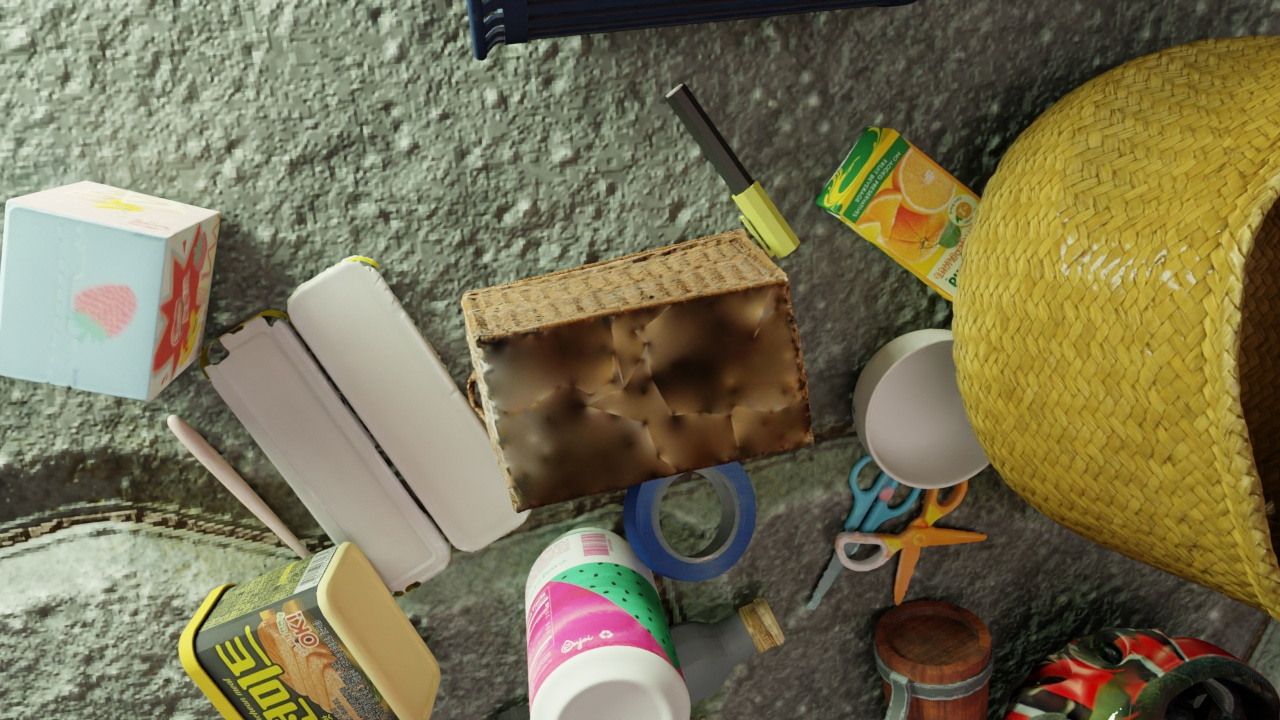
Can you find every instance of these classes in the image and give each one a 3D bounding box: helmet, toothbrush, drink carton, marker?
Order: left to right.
[{"bbox_3d":[-0.243,0.105,0.597,0.018,0.015,0.181,-32,109,8],"label":"toothbrush"},{"bbox_3d":[0.056,-0.116,0.570,0.021,0.017,0.124,-38,107,4],"label":"marker"},{"bbox_3d":[0.180,-0.088,0.584,0.122,0.041,0.058,32,100,-16],"label":"drink carton"},{"bbox_3d":[0.352,0.301,0.656,0.217,0.167,0.272,-42,121,-15],"label":"helmet"}]

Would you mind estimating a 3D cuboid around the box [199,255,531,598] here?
[{"bbox_3d":[-0.169,0.048,0.587,0.127,0.023,0.209,-29,108,4],"label":"box"}]

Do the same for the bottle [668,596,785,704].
[{"bbox_3d":[0.023,0.217,0.644,0.161,0.046,0.072,-27,144,1],"label":"bottle"}]

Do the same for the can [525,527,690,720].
[{"bbox_3d":[-0.026,0.174,0.569,0.088,0.165,0.088,-2,107,-8],"label":"can"}]

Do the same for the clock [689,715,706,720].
[{"bbox_3d":[0.018,0.309,0.677,0.125,0.052,0.089,-22,108,-1],"label":"clock"}]

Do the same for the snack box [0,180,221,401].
[{"bbox_3d":[-0.287,-0.040,0.503,0.079,0.094,0.093,12,104,-12],"label":"snack box"}]

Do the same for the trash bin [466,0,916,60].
[{"bbox_3d":[0.030,-0.238,0.467,0.249,0.139,0.139,-8,108,-7],"label":"trash bin"}]

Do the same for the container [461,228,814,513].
[{"bbox_3d":[-0.003,0.003,0.548,0.198,0.112,0.114,-14,108,-5],"label":"container"}]

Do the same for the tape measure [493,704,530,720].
[{"bbox_3d":[-0.080,0.275,0.662,0.065,0.035,0.059,7,115,-14],"label":"tape measure"}]

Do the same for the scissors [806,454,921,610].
[{"bbox_3d":[0.155,0.125,0.660,0.056,0.015,0.137,24,98,-17],"label":"scissors"}]

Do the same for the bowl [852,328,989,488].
[{"bbox_3d":[0.192,0.028,0.614,0.105,0.054,0.105,-2,107,-6],"label":"bowl"}]

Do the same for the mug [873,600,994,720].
[{"bbox_3d":[0.204,0.253,0.662,0.117,0.082,0.111,-28,118,-38],"label":"mug"}]

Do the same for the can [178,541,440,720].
[{"bbox_3d":[-0.205,0.193,0.587,0.101,0.072,0.131,-23,111,10],"label":"can"}]

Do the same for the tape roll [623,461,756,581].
[{"bbox_3d":[0.034,0.100,0.609,0.091,0.016,0.092,48,64,-16],"label":"tape roll"}]

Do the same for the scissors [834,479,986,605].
[{"bbox_3d":[0.197,0.125,0.661,0.128,0.011,0.125,1,112,-16],"label":"scissors"}]

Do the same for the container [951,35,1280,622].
[{"bbox_3d":[0.332,-0.021,0.517,0.306,0.197,0.307,-4,99,-25],"label":"container"}]
